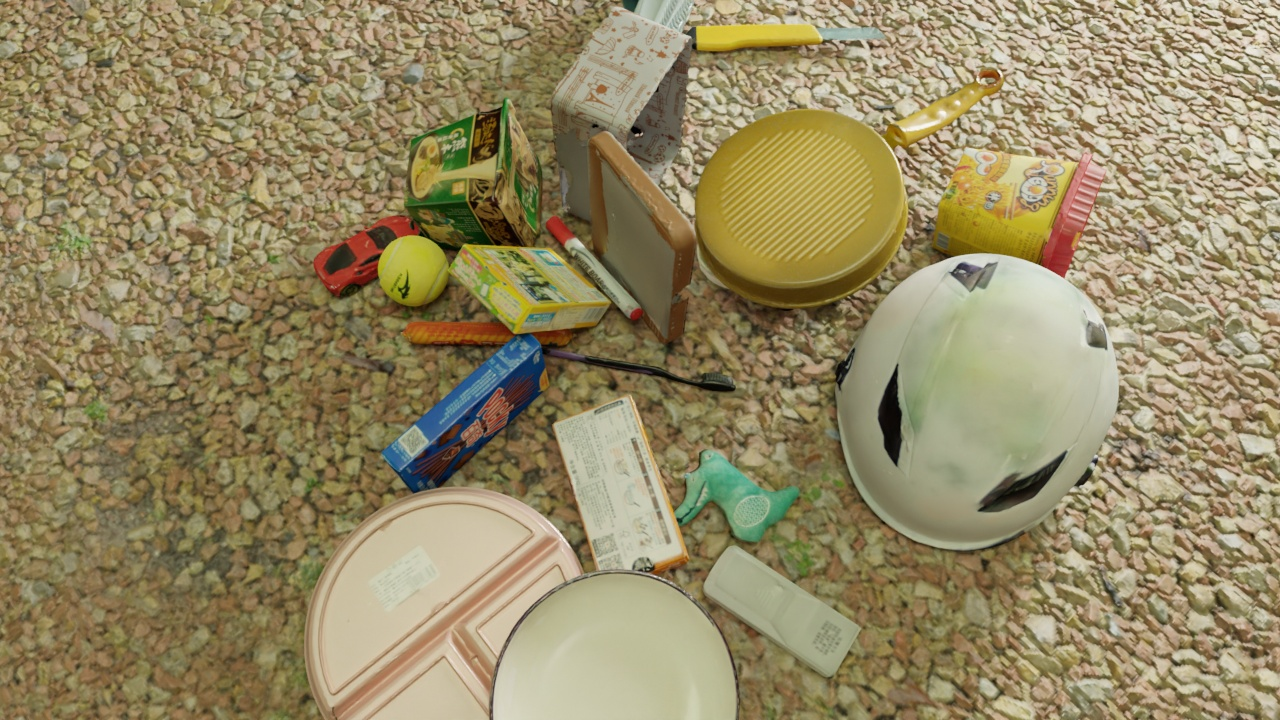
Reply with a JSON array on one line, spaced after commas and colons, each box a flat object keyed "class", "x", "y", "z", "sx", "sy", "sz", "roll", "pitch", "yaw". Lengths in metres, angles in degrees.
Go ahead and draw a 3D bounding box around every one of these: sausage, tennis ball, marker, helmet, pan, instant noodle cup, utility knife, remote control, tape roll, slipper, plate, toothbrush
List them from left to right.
[{"class": "tennis ball", "x": -0.212, "y": -0.083, "z": 0.857, "sx": 0.065, "sy": 0.065, "sz": 0.065, "roll": 0, "pitch": 65, "yaw": 0}, {"class": "plate", "x": -0.151, "y": 0.211, "z": 0.726, "sx": 0.229, "sy": 0.028, "sz": 0.229, "roll": 1, "pitch": 71, "yaw": -4}, {"class": "sausage", "x": -0.142, "y": -0.025, "z": 0.853, "sx": 0.165, "sy": 0.021, "sz": 0.021, "roll": 1, "pitch": 65, "yaw": 1}, {"class": "marker", "x": -0.045, "y": -0.089, "z": 0.874, "sx": 0.017, "sy": 0.017, "sz": 0.145, "roll": -34, "pitch": 61, "yaw": -14}, {"class": "plate", "x": -0.020, "y": 0.257, "z": 0.695, "sx": 0.192, "sy": 0.039, "sz": 0.192, "roll": 4, "pitch": 75, "yaw": -15}, {"class": "toothbrush", "x": -0.005, "y": 0.005, "z": 0.844, "sx": 0.189, "sy": 0.014, "sz": 0.016, "roll": 11, "pitch": 58, "yaw": 6}, {"class": "slipper", "x": 0.008, "y": -0.380, "z": 0.976, "sx": 0.074, "sy": 0.104, "sz": 0.245, "roll": 18, "pitch": 73, "yaw": 10}, {"class": "tape roll", "x": 0.098, "y": -0.107, "z": 0.886, "sx": 0.086, "sy": 0.014, "sz": 0.085, "roll": -5, "pitch": 62, "yaw": 9}, {"class": "remote control", "x": 0.113, "y": 0.202, "z": 0.747, "sx": 0.125, "sy": 0.024, "sz": 0.049, "roll": 32, "pitch": 70, "yaw": 13}, {"class": "utility knife", "x": 0.157, "y": -0.353, "z": 1.005, "sx": 0.223, "sy": 0.015, "sz": 0.033, "roll": 0, "pitch": 64, "yaw": 3}, {"class": "pan", "x": 0.212, "y": -0.187, "z": 0.873, "sx": 0.357, "sy": 0.078, "sz": 0.197, "roll": -39, "pitch": 65, "yaw": -4}, {"class": "helmet", "x": 0.287, "y": 0.018, "z": 0.763, "sx": 0.229, "sy": 0.146, "sz": 0.258, "roll": 28, "pitch": 69, "yaw": 13}, {"class": "instant noodle cup", "x": 0.349, "y": -0.135, "z": 0.859, "sx": 0.124, "sy": 0.116, "sz": 0.116, "roll": 21, "pitch": 67, "yaw": 23}]

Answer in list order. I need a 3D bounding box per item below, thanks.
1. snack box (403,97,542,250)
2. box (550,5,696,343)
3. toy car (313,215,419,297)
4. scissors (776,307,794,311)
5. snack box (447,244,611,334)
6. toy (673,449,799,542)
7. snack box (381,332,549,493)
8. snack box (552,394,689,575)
[{"class": "snack box", "x": -0.161, "y": -0.168, "z": 0.877, "sx": 0.106, "sy": 0.118, "sz": 0.117, "roll": -4, "pitch": 65, "yaw": 9}, {"class": "box", "x": -0.012, "y": -0.165, "z": 0.831, "sx": 0.136, "sy": 0.180, "sz": 0.269, "roll": -3, "pitch": 65, "yaw": -3}, {"class": "toy car", "x": -0.262, "y": -0.105, "z": 0.887, "sx": 0.106, "sy": 0.031, "sz": 0.049, "roll": -32, "pitch": 70, "yaw": -16}, {"class": "scissors", "x": 0.141, "y": -0.121, "z": 0.901, "sx": 0.164, "sy": 0.014, "sz": 0.164, "roll": 29, "pitch": 67, "yaw": 13}, {"class": "snack box", "x": -0.095, "y": -0.065, "z": 0.815, "sx": 0.087, "sy": 0.140, "sz": 0.034, "roll": 42, "pitch": 109, "yaw": 17}, {"class": "toy", "x": 0.073, "y": 0.119, "z": 0.784, "sx": 0.092, "sy": 0.030, "sz": 0.096, "roll": 41, "pitch": 79, "yaw": 22}, {"class": "snack box", "x": -0.144, "y": 0.048, "z": 0.785, "sx": 0.026, "sy": 0.085, "sz": 0.157, "roll": 41, "pitch": 72, "yaw": 17}, {"class": "snack box", "x": -0.018, "y": 0.110, "z": 0.782, "sx": 0.075, "sy": 0.026, "sz": 0.153, "roll": -21, "pitch": 66, "yaw": 2}]
